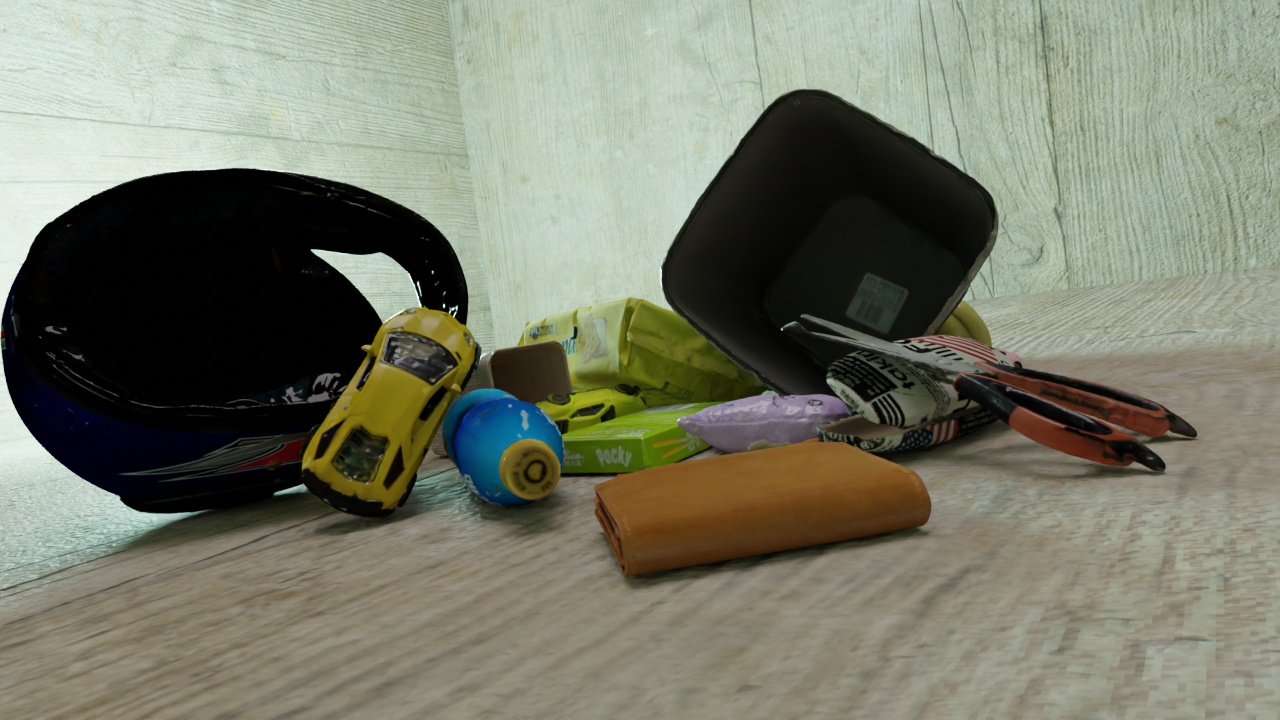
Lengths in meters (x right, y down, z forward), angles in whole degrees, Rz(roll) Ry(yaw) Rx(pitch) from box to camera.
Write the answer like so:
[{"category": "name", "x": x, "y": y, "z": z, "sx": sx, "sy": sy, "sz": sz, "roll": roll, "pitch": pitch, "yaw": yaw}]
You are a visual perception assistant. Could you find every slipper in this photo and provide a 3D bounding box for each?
[{"category": "slipper", "x": 0.286, "y": -0.020, "z": 0.994, "sx": 0.081, "sy": 0.091, "sz": 0.191, "roll": -49, "pitch": 29, "yaw": -18}]

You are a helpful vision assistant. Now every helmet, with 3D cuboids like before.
[{"category": "helmet", "x": -0.302, "y": -0.008, "z": 0.715, "sx": 0.315, "sy": 0.247, "sz": 0.241, "roll": -2, "pitch": -20, "yaw": -18}]

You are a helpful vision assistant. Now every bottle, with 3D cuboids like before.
[{"category": "bottle", "x": -0.086, "y": 0.055, "z": 0.576, "sx": 0.065, "sy": 0.065, "sz": 0.219, "roll": -9, "pitch": 3, "yaw": -15}]

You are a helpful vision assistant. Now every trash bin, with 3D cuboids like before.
[{"category": "trash bin", "x": 0.165, "y": -0.068, "z": 0.743, "sx": 0.198, "sy": 0.199, "sz": 0.219, "roll": 39, "pitch": 10, "yaw": 21}]

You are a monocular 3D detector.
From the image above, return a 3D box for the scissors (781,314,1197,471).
[{"category": "scissors", "x": 0.190, "y": 0.012, "z": 0.507, "sx": 0.189, "sy": 0.015, "sz": 0.221, "roll": 4, "pitch": 20, "yaw": -21}]

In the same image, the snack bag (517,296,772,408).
[{"category": "snack bag", "x": -0.005, "y": 0.005, "z": 0.851, "sx": 0.158, "sy": 0.068, "sz": 0.247, "roll": 20, "pitch": -12, "yaw": -29}]

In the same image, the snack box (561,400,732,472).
[{"category": "snack box", "x": 0.009, "y": 0.055, "z": 0.679, "sx": 0.086, "sy": 0.026, "sz": 0.156, "roll": -6, "pitch": 4, "yaw": 32}]

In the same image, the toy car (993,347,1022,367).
[{"category": "toy car", "x": 0.273, "y": 0.010, "z": 0.769, "sx": 0.122, "sy": 0.037, "sz": 0.056, "roll": -12, "pitch": 4, "yaw": -39}]

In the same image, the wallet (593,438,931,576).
[{"category": "wallet", "x": 0.047, "y": 0.064, "z": 0.419, "sx": 0.131, "sy": 0.031, "sz": 0.108, "roll": -8, "pitch": 6, "yaw": -10}]

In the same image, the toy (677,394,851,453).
[{"category": "toy", "x": 0.088, "y": 0.043, "z": 0.617, "sx": 0.108, "sy": 0.039, "sz": 0.083, "roll": -7, "pitch": -8, "yaw": 20}]

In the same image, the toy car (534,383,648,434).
[{"category": "toy car", "x": -0.039, "y": 0.050, "z": 0.740, "sx": 0.105, "sy": 0.048, "sz": 0.032, "roll": -9, "pitch": 34, "yaw": -27}]

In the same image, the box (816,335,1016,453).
[{"category": "box", "x": 0.179, "y": 0.034, "z": 0.580, "sx": 0.163, "sy": 0.081, "sz": 0.075, "roll": -9, "pitch": 35, "yaw": -40}]

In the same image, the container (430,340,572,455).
[{"category": "container", "x": -0.129, "y": 0.036, "z": 0.808, "sx": 0.111, "sy": 0.090, "sz": 0.090, "roll": -8, "pitch": 2, "yaw": 41}]

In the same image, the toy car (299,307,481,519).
[{"category": "toy car", "x": -0.158, "y": 0.027, "z": 0.587, "sx": 0.071, "sy": 0.155, "sz": 0.041, "roll": 26, "pitch": -30, "yaw": -3}]
